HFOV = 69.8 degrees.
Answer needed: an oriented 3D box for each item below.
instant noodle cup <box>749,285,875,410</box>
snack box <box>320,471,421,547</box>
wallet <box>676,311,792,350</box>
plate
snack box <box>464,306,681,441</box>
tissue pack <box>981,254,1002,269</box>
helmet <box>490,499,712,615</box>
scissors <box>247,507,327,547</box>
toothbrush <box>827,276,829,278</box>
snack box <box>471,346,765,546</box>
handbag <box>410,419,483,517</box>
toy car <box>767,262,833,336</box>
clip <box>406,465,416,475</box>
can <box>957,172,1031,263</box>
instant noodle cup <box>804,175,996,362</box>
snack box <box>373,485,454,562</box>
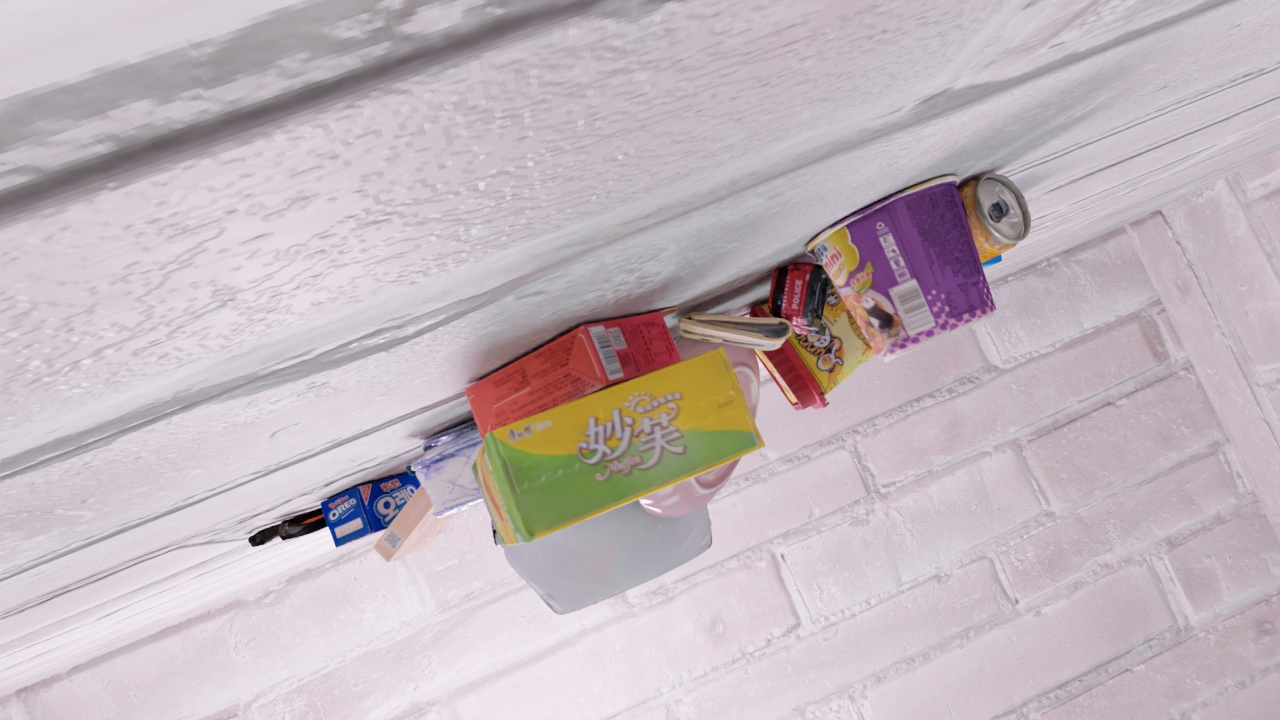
[{"bbox_3d":[0.175,-0.026,0.880,0.123,0.116,0.116,-34,174,1],"label":"instant noodle cup"},{"bbox_3d":[-0.277,0.162,1.062,0.058,0.057,0.207,-22,175,18],"label":"snack box"},{"bbox_3d":[0.071,-0.024,0.718,0.087,0.024,0.115,4,179,6],"label":"wallet"},{"bbox_3d":[0.062,0.057,0.834,0.039,0.192,0.192,19,-161,31],"label":"plate"},{"bbox_3d":[-0.039,0.009,0.646,0.113,0.044,0.126,-27,174,32],"label":"snack box"},{"bbox_3d":[0.289,-0.100,0.882,0.095,0.052,0.156,-24,174,31],"label":"tissue pack"},{"bbox_3d":[-0.053,0.117,0.951,0.229,0.146,0.258,-19,-144,-11],"label":"helmet"},{"bbox_3d":[-0.363,0.176,1.081,0.162,0.021,0.234,-17,-179,1],"label":"scissors"},{"bbox_3d":[0.197,-0.091,0.798,0.181,0.015,0.018,-24,165,14],"label":"toothbrush"},{"bbox_3d":[-0.028,0.066,0.626,0.157,0.070,0.210,-20,174,-16],"label":"snack box"},{"bbox_3d":[-0.100,0.070,0.822,0.194,0.075,0.134,-22,179,5],"label":"handbag"},{"bbox_3d":[0.127,-0.049,0.726,0.045,0.053,0.120,11,179,17],"label":"toy car"},{"bbox_3d":[-0.239,0.117,1.009,0.040,0.014,0.056,-22,173,-1],"label":"clip"},{"bbox_3d":[0.224,-0.088,0.712,0.058,0.058,0.146,-19,173,-35],"label":"can"},{"bbox_3d":[0.186,-0.059,0.635,0.111,0.099,0.111,-24,176,-2],"label":"instant noodle cup"},{"bbox_3d":[-0.214,0.145,0.985,0.157,0.026,0.084,-50,168,13],"label":"snack box"}]
